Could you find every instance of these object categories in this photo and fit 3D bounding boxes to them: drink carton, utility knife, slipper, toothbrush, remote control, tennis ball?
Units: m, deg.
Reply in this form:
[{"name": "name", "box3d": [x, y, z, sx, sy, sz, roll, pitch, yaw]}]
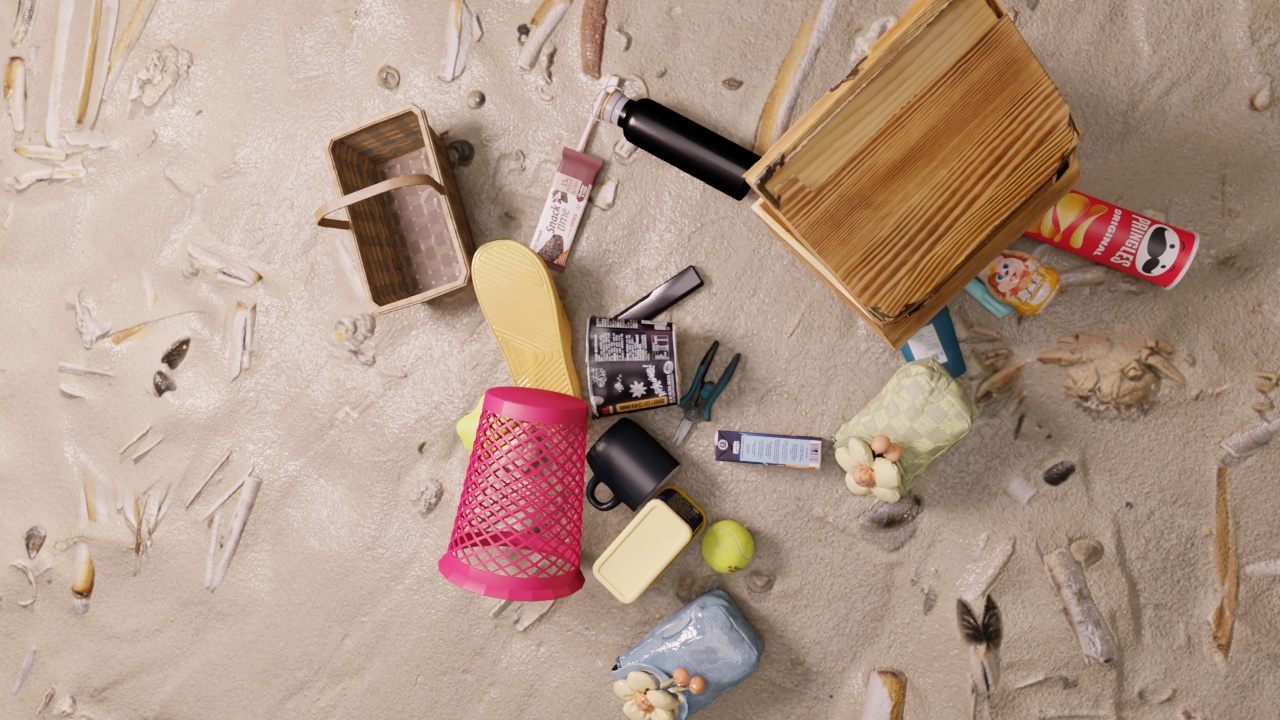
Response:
[{"name": "drink carton", "box3d": [0.159, 0.110, 1.142, 0.130, 0.064, 0.040, 3, 85, 12]}, {"name": "utility knife", "box3d": [0.377, -0.114, 1.115, 0.179, 0.015, 0.022, 42, 98, 7]}, {"name": "slipper", "box3d": [-0.138, -0.036, 1.203, 0.099, 0.078, 0.263, -12, 105, 11]}, {"name": "toothbrush", "box3d": [-0.070, -0.292, 1.214, 0.018, 0.015, 0.181, 24, 95, 5]}, {"name": "remote control", "box3d": [0.018, -0.075, 1.196, 0.136, 0.015, 0.032, -33, 84, 11]}, {"name": "tennis ball", "box3d": [0.109, 0.234, 1.153, 0.065, 0.065, 0.065, 0, 90, 12]}]

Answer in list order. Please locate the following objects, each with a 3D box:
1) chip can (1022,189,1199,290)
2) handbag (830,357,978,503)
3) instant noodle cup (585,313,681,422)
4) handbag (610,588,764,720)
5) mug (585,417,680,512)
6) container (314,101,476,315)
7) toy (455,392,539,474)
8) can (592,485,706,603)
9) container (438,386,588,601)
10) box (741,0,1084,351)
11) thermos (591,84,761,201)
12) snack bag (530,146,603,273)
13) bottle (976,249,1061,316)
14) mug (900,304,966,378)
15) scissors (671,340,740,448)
[{"name": "chip can", "box3d": [0.513, -0.155, 1.058, 0.220, 0.069, 0.069, 24, 95, 12]}, {"name": "handbag", "box3d": [0.297, 0.089, 1.068, 0.113, 0.116, 0.187, 42, 133, 12]}, {"name": "instant noodle cup", "box3d": [-0.007, 0.007, 1.148, 0.112, 0.137, 0.137, -3, 90, 4]}, {"name": "handbag", "box3d": [0.055, 0.382, 1.141, 0.192, 0.118, 0.122, -38, 83, 16]}, {"name": "mug", "box3d": [-0.023, 0.143, 1.174, 0.094, 0.085, 0.122, 44, 106, 9]}, {"name": "container", "box3d": [-0.314, -0.195, 1.181, 0.158, 0.186, 0.250, -17, 87, 12]}, {"name": "toy", "box3d": [-0.187, 0.102, 1.229, 0.115, 0.046, 0.092, 43, 100, 2]}, {"name": "can", "box3d": [0.012, 0.231, 1.155, 0.075, 0.104, 0.135, 42, 99, 9]}, {"name": "container", "box3d": [-0.144, 0.155, 1.138, 0.183, 0.183, 0.226, 11, 97, 12]}, {"name": "box", "box3d": [0.272, -0.204, 0.943, 0.279, 0.315, 0.282, -44, 57, 6]}, {"name": "thermos", "box3d": [0.040, -0.283, 1.165, 0.231, 0.061, 0.061, 30, 97, 11]}, {"name": "snack bag", "box3d": [-0.102, -0.198, 1.210, 0.057, 0.013, 0.158, 20, 99, -9]}, {"name": "bottle", "box3d": [0.434, -0.101, 1.079, 0.108, 0.063, 0.063, 34, 97, 10]}, {"name": "mug", "box3d": [0.340, -0.033, 1.097, 0.078, 0.078, 0.121, -22, 90, 12]}, {"name": "scissors", "box3d": [0.085, 0.046, 1.181, 0.141, 0.019, 0.128, -18, 87, 14]}]
